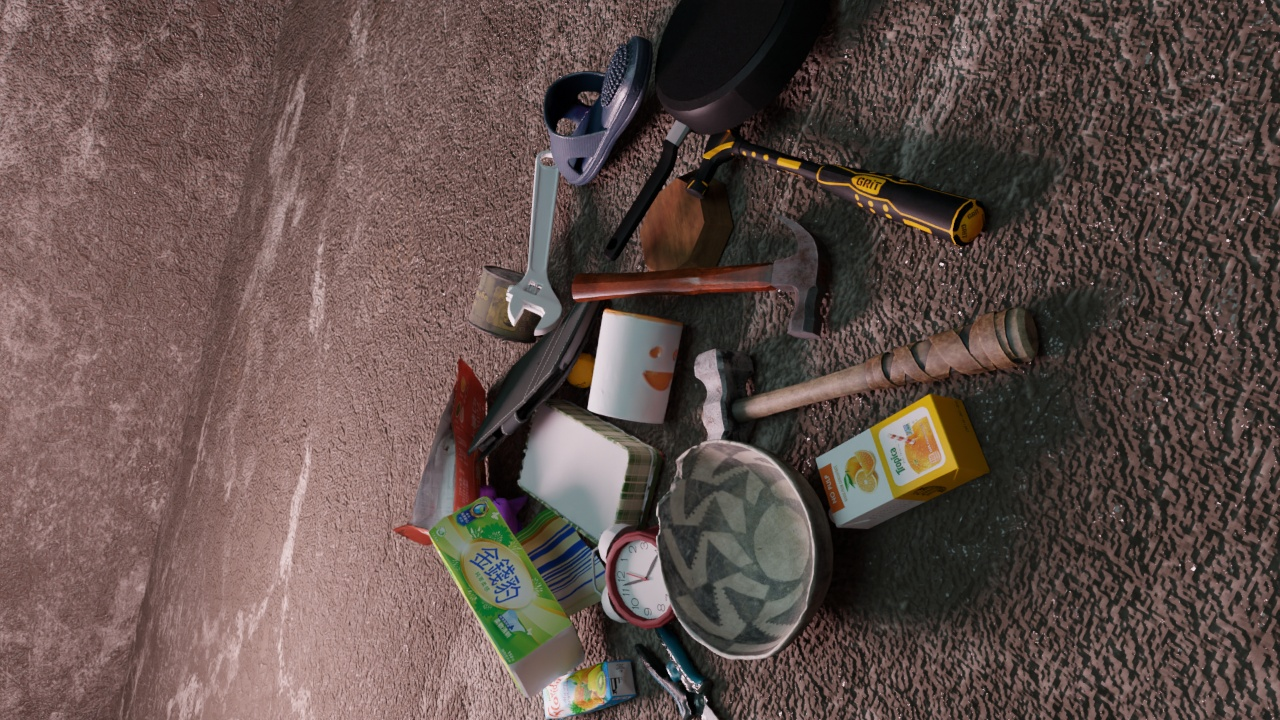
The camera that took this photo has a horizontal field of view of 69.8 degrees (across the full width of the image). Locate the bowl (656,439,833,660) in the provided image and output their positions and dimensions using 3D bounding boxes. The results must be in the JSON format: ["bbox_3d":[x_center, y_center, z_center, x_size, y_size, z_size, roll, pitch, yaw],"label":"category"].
[{"bbox_3d":[0.099,0.154,0.766,0.179,0.081,0.178,-2,87,51],"label":"bowl"}]

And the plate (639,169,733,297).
[{"bbox_3d":[0.041,-0.135,0.954,0.132,0.025,0.131,-16,70,50],"label":"plate"}]

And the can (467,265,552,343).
[{"bbox_3d":[-0.164,-0.070,1.152,0.090,0.089,0.075,32,107,51],"label":"can"}]

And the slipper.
[{"bbox_3d":[-0.066,-0.279,1.032,0.264,0.082,0.101,149,128,-65],"label":"slipper"}]

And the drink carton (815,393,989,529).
[{"bbox_3d":[0.193,0.081,0.696,0.123,0.040,0.058,-39,53,41],"label":"drink carton"}]

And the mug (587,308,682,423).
[{"bbox_3d":[-0.006,0.005,0.937,0.082,0.082,0.105,12,93,53],"label":"mug"}]

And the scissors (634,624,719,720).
[{"bbox_3d":[0.039,0.297,0.865,0.127,0.019,0.144,-28,62,45],"label":"scissors"}]

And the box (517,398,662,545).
[{"bbox_3d":[-0.061,0.121,1.011,0.206,0.050,0.118,21,102,53],"label":"box"}]

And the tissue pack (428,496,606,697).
[{"bbox_3d":[-0.117,0.236,0.993,0.197,0.141,0.120,50,161,28],"label":"tissue pack"}]

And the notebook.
[{"bbox_3d":[-0.122,0.017,1.071,0.210,0.029,0.169,-44,19,42],"label":"notebook"}]

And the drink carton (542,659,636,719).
[{"bbox_3d":[-0.057,0.345,0.961,0.129,0.038,0.044,-36,55,42],"label":"drink carton"}]

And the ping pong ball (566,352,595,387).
[{"bbox_3d":[-0.067,0.011,1.048,0.040,0.040,0.040,-16,70,50],"label":"ping pong ball"}]

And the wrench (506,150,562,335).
[{"bbox_3d":[-0.122,-0.151,1.125,0.018,0.066,0.272,109,165,-60],"label":"wrench"}]

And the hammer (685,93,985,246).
[{"bbox_3d":[0.161,-0.162,0.792,0.321,0.036,0.123,34,94,49],"label":"hammer"}]

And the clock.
[{"bbox_3d":[0.005,0.206,0.881,0.138,0.048,0.096,-5,87,37],"label":"clock"}]

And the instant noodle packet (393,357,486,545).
[{"bbox_3d":[-0.227,0.122,1.155,0.164,0.084,0.220,79,-161,-73],"label":"instant noodle packet"}]

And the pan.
[{"bbox_3d":[0.050,-0.257,0.905,0.356,0.044,0.204,-57,37,11],"label":"pan"}]

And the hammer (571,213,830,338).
[{"bbox_3d":[0.046,-0.077,0.889,0.301,0.028,0.111,1,77,42],"label":"hammer"}]

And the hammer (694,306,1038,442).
[{"bbox_3d":[0.166,0.019,0.746,0.320,0.048,0.121,-20,71,47],"label":"hammer"}]

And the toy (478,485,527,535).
[{"bbox_3d":[-0.172,0.205,1.131,0.106,0.055,0.088,20,102,62],"label":"toy"}]
